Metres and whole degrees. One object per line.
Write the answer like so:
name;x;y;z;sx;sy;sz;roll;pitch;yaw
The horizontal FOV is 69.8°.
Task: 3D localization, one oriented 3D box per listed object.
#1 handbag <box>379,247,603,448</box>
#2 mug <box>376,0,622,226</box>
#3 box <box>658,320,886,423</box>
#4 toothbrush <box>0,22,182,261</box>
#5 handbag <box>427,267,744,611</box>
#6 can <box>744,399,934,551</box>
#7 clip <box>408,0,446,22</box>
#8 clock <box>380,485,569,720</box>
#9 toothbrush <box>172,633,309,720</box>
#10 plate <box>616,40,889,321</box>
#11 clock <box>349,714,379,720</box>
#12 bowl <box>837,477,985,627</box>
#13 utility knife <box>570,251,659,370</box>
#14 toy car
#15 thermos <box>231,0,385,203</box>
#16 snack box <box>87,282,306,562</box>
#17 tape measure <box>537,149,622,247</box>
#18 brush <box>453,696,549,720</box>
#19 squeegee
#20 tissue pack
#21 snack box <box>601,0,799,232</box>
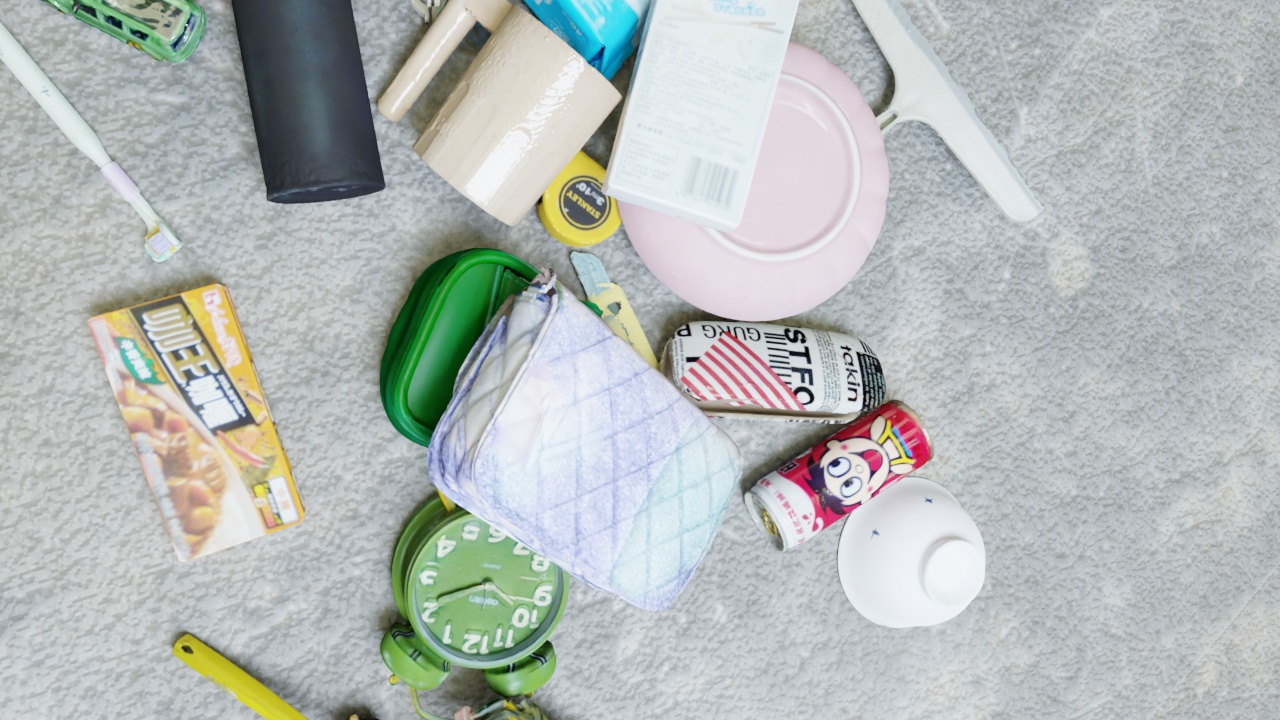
handbag;-0.097;0.000;0.582;0.120;0.068;0.131;25;85;-25
mug;-0.090;-0.158;0.558;0.124;0.084;0.103;41;98;9
box;0.089;0.010;0.651;0.163;0.077;0.074;2;65;-17
toothbrush;-0.331;-0.139;0.523;0.189;0.029;0.020;55;36;-12
handbag;-0.029;0.056;0.551;0.194;0.076;0.134;44;66;-37
can;0.143;0.082;0.661;0.132;0.053;0.053;-29;101;-13
clip;-0.137;-0.262;0.566;0.060;0.034;0.097;-7;91;-15
clock;-0.104;0.156;0.591;0.116;0.056;0.161;11;91;-16
toothbrush;-0.202;0.221;0.549;0.190;0.017;0.015;32;65;7
plate;0.080;-0.123;0.599;0.192;0.039;0.192;0;90;-12
clock;-0.173;0.277;0.579;0.082;0.055;0.122;-46;104;-9
bowl;0.214;0.151;0.682;0.118;0.065;0.118;-1;94;-16
utility knife;-0.004;0.004;0.636;0.031;0.019;0.178;-29;97;-19
toy car;-0.297;-0.207;0.521;0.091;0.036;0.043;25;88;-13
thermos;-0.193;-0.218;0.537;0.089;0.069;0.242;-12;97;-38
snack box;-0.263;0.037;0.551;0.075;0.026;0.154;-19;99;-15
tape measure;-0.040;-0.104;0.606;0.060;0.029;0.057;36;77;-16
brush;-0.068;0.273;0.593;0.073;0.063;0.145;-36;132;9
squeegee;0.124;-0.128;0.649;0.246;0.039;0.246;-40;98;-9
tissue pack;-0.039;-0.257;0.579;0.090;0.063;0.140;-47;107;-13
snack box;0.037;-0.164;0.555;0.084;0.027;0.156;16;86;-11
